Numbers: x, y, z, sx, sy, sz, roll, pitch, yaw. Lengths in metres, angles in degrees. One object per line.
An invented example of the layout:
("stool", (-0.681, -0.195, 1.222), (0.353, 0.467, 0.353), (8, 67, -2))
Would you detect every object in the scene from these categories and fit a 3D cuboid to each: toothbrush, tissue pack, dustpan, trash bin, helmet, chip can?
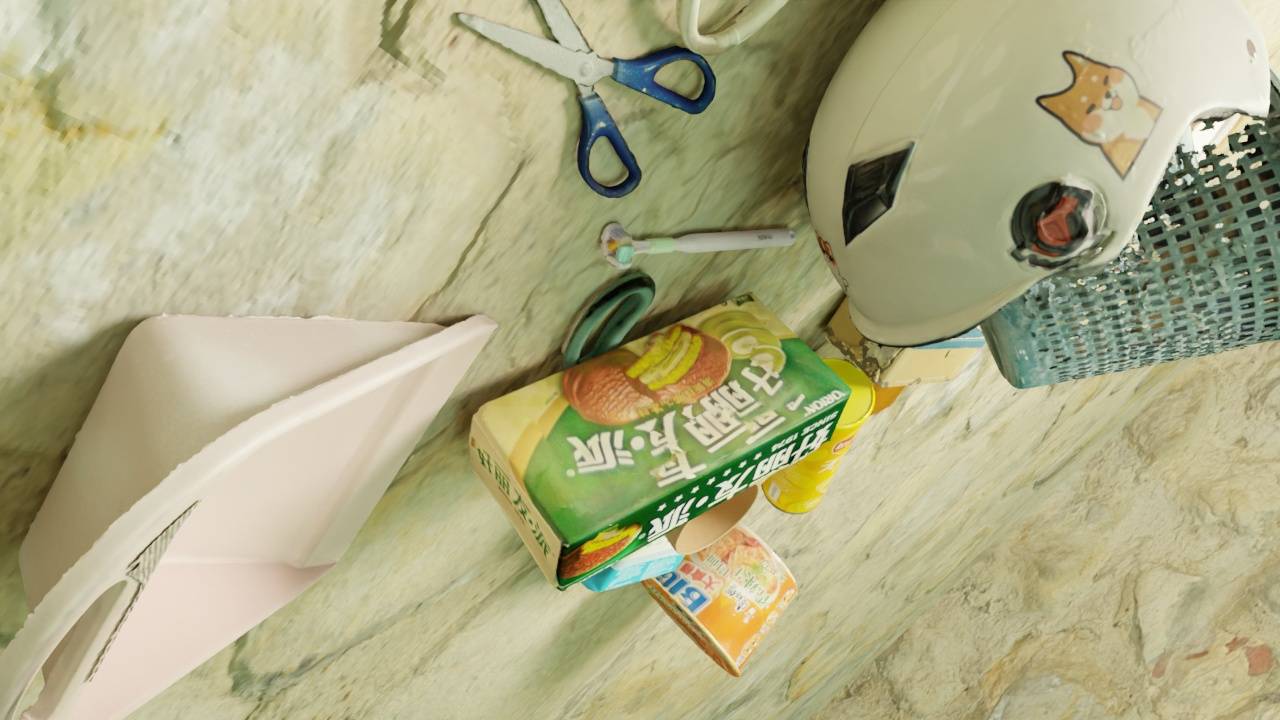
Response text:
("toothbrush", (0.048, -0.081, 0.622), (0.188, 0.029, 0.021), (-11, 179, -44))
("tissue pack", (0.000, 0.150, 0.826), (0.139, 0.063, 0.090), (-2, 131, -49))
("dustpan", (-0.185, 0.090, 0.460), (0.272, 0.139, 0.223), (6, 125, -51))
("trash bin", (0.329, -0.080, 0.642), (0.195, 0.226, 0.226), (-21, 154, 16))
("helmet", (0.198, -0.153, 0.540), (0.274, 0.229, 0.157), (-40, 111, 10))
("chip can", (0.168, 0.082, 0.897), (0.072, 0.072, 0.214), (-30, 155, -19))

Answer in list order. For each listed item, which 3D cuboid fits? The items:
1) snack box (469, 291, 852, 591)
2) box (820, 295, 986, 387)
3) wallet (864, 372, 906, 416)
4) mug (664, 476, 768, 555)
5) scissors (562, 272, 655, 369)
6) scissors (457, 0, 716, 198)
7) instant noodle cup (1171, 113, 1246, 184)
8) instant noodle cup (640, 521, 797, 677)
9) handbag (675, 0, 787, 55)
("snack box", (0.016, 0.045, 0.619), (0.239, 0.114, 0.063), (-23, 146, -28))
("box", (0.254, -0.024, 0.867), (0.183, 0.090, 0.059), (-7, 134, -48))
("wallet", (0.242, 0.030, 0.974), (0.130, 0.035, 0.119), (-18, 145, -34))
("mug", (0.046, 0.077, 0.741), (0.125, 0.103, 0.084), (-45, 150, 7))
("scissors", (-0.004, 0.004, 0.675), (0.179, 0.019, 0.171), (-9, 136, -45))
("scissors", (-0.017, -0.147, 0.468), (0.156, 0.012, 0.166), (-27, 147, -19))
("instant noodle cup", (0.460, -0.227, 0.813), (0.137, 0.110, 0.138), (-29, 147, -21))
("instant noodle cup", (0.087, 0.241, 0.975), (0.111, 0.151, 0.151), (-42, 151, -14))
("handbag", (0.063, -0.222, 0.418), (0.163, 0.063, 0.179), (-33, 153, -10))
